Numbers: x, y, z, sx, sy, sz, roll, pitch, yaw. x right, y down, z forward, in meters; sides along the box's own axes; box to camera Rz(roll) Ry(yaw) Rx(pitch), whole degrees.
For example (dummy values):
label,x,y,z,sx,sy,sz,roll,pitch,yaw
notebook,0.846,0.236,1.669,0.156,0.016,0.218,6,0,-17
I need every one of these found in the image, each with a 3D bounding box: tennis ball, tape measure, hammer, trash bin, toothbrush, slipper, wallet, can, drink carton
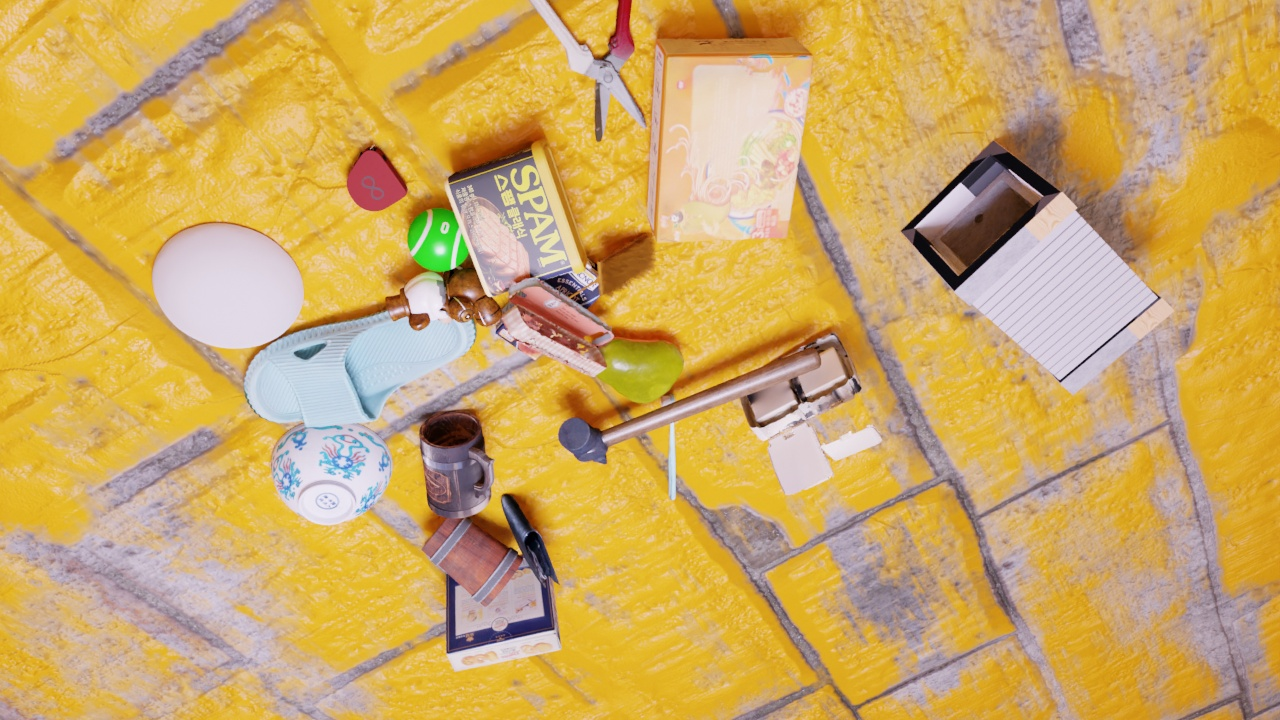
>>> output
label,x,y,z,sx,sy,sz,roll,pitch,yaw
tennis ball,-0.210,-0.126,0.956,0.065,0.065,0.065,-6,125,-8
tape measure,-0.273,-0.183,0.931,0.051,0.019,0.059,-27,119,10
hammer,0.066,0.054,1.117,0.322,0.040,0.129,-22,159,7
trash bin,0.457,-0.104,1.064,0.247,0.142,0.143,32,113,-29
toothbrush,0.039,0.118,1.210,0.016,0.016,0.181,-10,126,-9
slipper,-0.316,0.008,1.028,0.276,0.069,0.116,-20,123,1
wallet,-0.148,0.240,1.213,0.026,0.089,0.115,-27,126,-15
can,-0.126,-0.143,0.938,0.104,0.075,0.135,-17,108,5
drink carton,-0.100,-0.067,1.036,0.130,0.040,0.064,-43,122,18

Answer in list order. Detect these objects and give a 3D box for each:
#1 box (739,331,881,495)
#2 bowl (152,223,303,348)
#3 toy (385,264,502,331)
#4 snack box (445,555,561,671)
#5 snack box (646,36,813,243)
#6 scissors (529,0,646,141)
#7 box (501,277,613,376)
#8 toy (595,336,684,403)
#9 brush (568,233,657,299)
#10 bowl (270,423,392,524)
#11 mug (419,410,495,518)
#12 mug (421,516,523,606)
label,x,y,z,sx,sy,sz,roll,pitch,yaw
box,0.206,0.068,1.108,0.144,0.180,0.080,-29,127,17
bowl,-0.435,-0.067,0.963,0.149,0.043,0.150,-6,126,-8
toy,-0.212,-0.066,0.983,0.112,0.087,0.067,-18,136,-4
snack box,-0.187,0.335,1.235,0.144,0.144,0.043,-11,127,-3
snack box,0.085,-0.226,0.938,0.145,0.080,0.196,-3,125,-9
scissors,-0.047,-0.314,0.889,0.179,0.015,0.199,15,121,-23
box,-0.081,-0.031,0.984,0.067,0.057,0.187,-52,151,5
toy,-0.007,0.006,1.098,0.110,0.051,0.090,21,125,-29
brush,-0.027,-0.094,0.998,0.126,0.017,0.048,-36,138,-39
bowl,-0.375,0.150,1.109,0.144,0.074,0.144,-6,125,-8
mug,-0.213,0.133,1.112,0.079,0.116,0.107,-33,136,-39
mug,-0.229,0.263,1.208,0.111,0.081,0.118,40,139,-4
